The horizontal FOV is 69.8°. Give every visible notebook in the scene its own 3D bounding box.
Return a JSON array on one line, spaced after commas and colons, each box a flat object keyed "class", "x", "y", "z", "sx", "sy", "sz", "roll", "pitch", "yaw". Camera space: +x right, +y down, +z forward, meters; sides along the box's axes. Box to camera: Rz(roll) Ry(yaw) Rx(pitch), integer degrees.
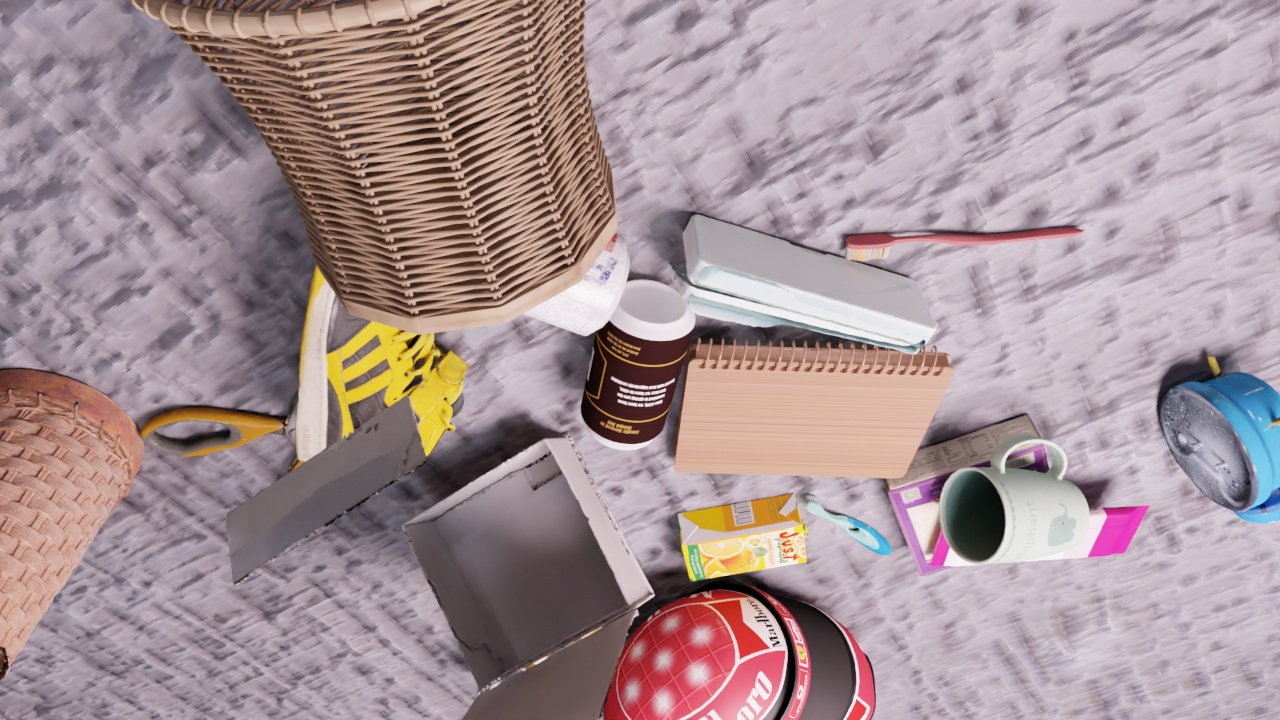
[{"class": "notebook", "x": 0.139, "y": 0.044, "z": 0.777, "sx": 0.210, "sy": 0.022, "sz": 0.169, "roll": 2, "pitch": 140, "yaw": -2}]

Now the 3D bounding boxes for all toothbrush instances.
[{"class": "toothbrush", "x": 0.247, "y": -0.091, "z": 0.700, "sx": 0.184, "sy": 0.015, "sz": 0.016, "roll": -4, "pitch": 133, "yaw": -2}, {"class": "toothbrush", "x": 0.208, "y": 0.165, "z": 0.916, "sx": 0.135, "sy": 0.017, "sz": 0.022, "roll": 33, "pitch": 120, "yaw": -31}]

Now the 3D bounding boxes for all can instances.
[{"class": "can", "x": -0.004, "y": 0.004, "z": 0.723, "sx": 0.072, "sy": 0.071, "sz": 0.129, "roll": 6, "pitch": 130, "yaw": -10}, {"class": "can", "x": -0.082, "y": -0.074, "z": 0.646, "sx": 0.136, "sy": 0.078, "sz": 0.078, "roll": 20, "pitch": 126, "yaw": -20}]

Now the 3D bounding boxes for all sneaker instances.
[{"class": "sneaker", "x": -0.185, "y": -0.014, "z": 0.684, "sx": 0.122, "sy": 0.086, "sz": 0.239, "roll": 9, "pitch": 126, "yaw": -17}]

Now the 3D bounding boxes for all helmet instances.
[{"class": "helmet", "x": 0.087, "y": 0.336, "z": 0.925, "sx": 0.271, "sy": 0.197, "sz": 0.224, "roll": -38, "pitch": 130, "yaw": 2}]

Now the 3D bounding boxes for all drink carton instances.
[{"class": "drink carton", "x": 0.102, "y": 0.172, "z": 0.895, "sx": 0.122, "sy": 0.041, "sz": 0.058, "roll": -11, "pitch": 130, "yaw": 4}]

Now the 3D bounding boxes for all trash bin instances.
[{"class": "trash bin", "x": -0.493, "y": 0.129, "z": 0.701, "sx": 0.151, "sy": 0.209, "sz": 0.151, "roll": -3, "pitch": 131, "yaw": -3}]

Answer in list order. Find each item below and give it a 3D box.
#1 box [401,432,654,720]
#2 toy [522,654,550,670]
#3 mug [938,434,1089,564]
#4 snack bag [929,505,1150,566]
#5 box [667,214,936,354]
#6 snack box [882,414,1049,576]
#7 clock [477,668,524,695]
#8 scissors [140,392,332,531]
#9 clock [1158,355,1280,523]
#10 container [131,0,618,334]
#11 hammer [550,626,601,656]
[{"class": "box", "x": -0.077, "y": 0.251, "z": 0.698, "sx": 0.167, "sy": 0.412, "sz": 0.149, "roll": -32, "pitch": 130, "yaw": 13}, {"class": "toy", "x": -0.115, "y": 0.264, "z": 0.919, "sx": 0.085, "sy": 0.105, "sz": 0.074, "roll": -14, "pitch": 151, "yaw": 17}, {"class": "mug", "x": 0.330, "y": 0.119, "z": 0.795, "sx": 0.104, "sy": 0.084, "sz": 0.111, "roll": 2, "pitch": 102, "yaw": -21}, {"class": "snack bag", "x": 0.377, "y": 0.167, "z": 0.873, "sx": 0.196, "sy": 0.016, "sz": 0.070, "roll": -3, "pitch": 128, "yaw": -3}, {"class": "box", "x": 0.123, "y": -0.052, "z": 0.685, "sx": 0.198, "sy": 0.085, "sz": 0.070, "roll": 13, "pitch": 99, "yaw": -17}, {"class": "snack box", "x": 0.318, "y": 0.134, "z": 0.879, "sx": 0.143, "sy": 0.040, "sz": 0.148, "roll": -20, "pitch": 129, "yaw": 12}, {"class": "clock", "x": -0.136, "y": 0.340, "z": 0.970, "sx": 0.057, "sy": 0.117, "sz": 0.083, "roll": 10, "pitch": 129, "yaw": -22}, {"class": "scissors", "x": -0.316, "y": 0.068, "z": 0.789, "sx": 0.226, "sy": 0.016, "sz": 0.226, "roll": 14, "pitch": 128, "yaw": -16}, {"class": "clock", "x": 0.517, "y": 0.078, "z": 0.803, "sx": 0.060, "sy": 0.116, "sz": 0.161, "roll": -25, "pitch": 129, "yaw": 1}, {"class": "container", "x": -0.117, "y": -0.149, "z": 0.494, "sx": 0.227, "sy": 0.226, "sz": 0.196, "roll": -8, "pitch": 137, "yaw": 2}, {"class": "hammer", "x": -0.044, "y": 0.311, "z": 0.970, "sx": 0.033, "sy": 0.132, "sz": 0.331, "roll": 2, "pitch": 142, "yaw": 8}]
